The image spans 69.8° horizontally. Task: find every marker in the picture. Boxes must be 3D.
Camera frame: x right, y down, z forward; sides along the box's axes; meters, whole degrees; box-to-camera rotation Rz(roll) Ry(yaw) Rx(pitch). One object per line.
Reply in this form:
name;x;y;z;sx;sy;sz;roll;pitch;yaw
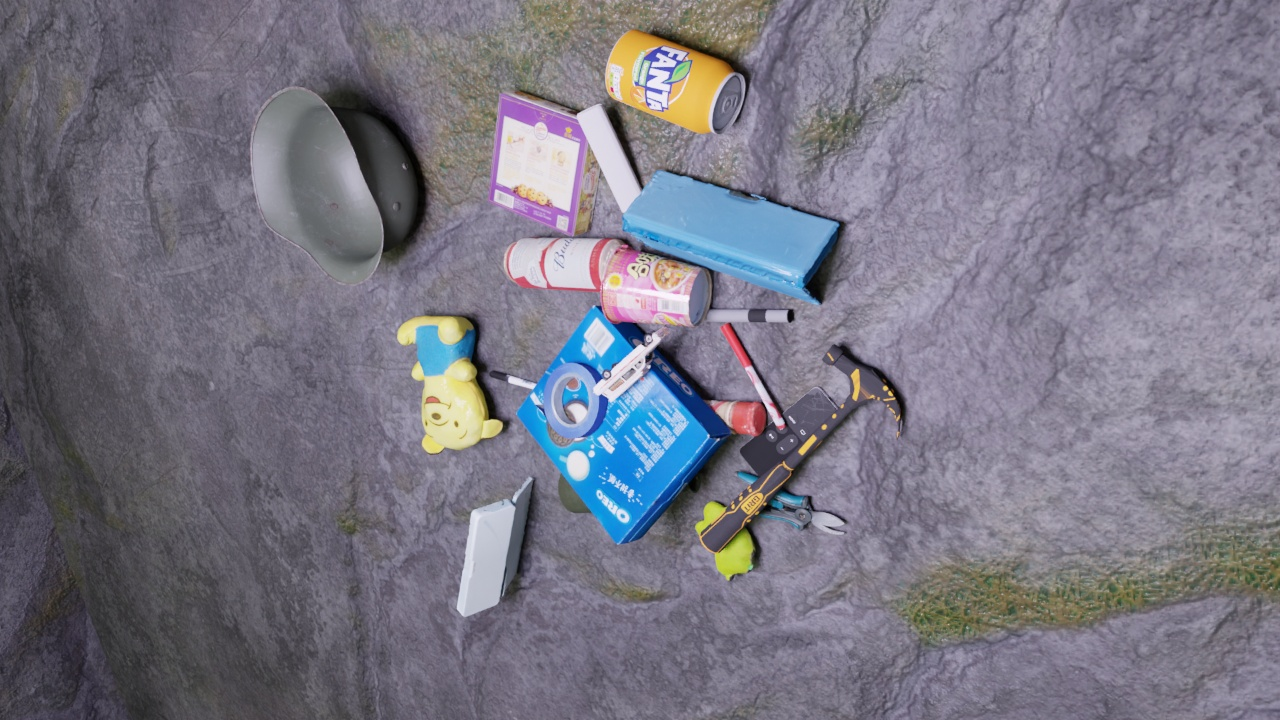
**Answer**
marker;-0.158;0.035;1.313;0.152;0.011;0.011;15;115;29
marker;0.114;-0.053;1.087;0.141;0.016;0.016;2;109;34
marker;0.135;0.019;1.096;0.013;0.012;0.142;-33;84;38

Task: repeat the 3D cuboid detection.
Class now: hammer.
hammer;0.176;0.127;1.082;0.123;0.036;0.321;42;120;6

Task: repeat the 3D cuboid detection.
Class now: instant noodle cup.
instant noodle cup;0.023;-0.083;1.093;0.109;0.097;0.098;12;114;25

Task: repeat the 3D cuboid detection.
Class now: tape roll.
tape roll;-0.082;0.050;1.149;0.091;0.016;0.093;45;114;27

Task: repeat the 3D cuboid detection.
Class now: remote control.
remote control;0.178;0.087;1.102;0.045;0.008;0.147;51;128;8
remote control;-0.034;-0.239;1.091;0.033;0.012;0.131;-21;113;13

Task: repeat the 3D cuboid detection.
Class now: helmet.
helmet;-0.402;-0.242;1.283;0.228;0.153;0.268;-16;93;36

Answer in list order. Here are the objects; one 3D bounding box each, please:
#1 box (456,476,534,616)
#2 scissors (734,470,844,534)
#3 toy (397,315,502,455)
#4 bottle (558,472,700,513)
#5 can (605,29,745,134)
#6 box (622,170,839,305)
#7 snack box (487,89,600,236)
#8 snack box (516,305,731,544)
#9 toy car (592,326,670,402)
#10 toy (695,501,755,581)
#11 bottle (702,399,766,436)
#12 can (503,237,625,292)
box;-0.209;0.279;1.363;0.049;0.136;0.198;28;121;22
scissors;0.174;0.177;1.132;0.153;0.019;0.128;53;132;1
toy;-0.278;0.033;1.350;0.149;0.083;0.214;2;110;42
bottle;-0.014;0.166;1.225;0.207;0.071;0.071;-9;102;37
can;0.036;-0.303;1.004;0.142;0.078;0.079;28;122;23
box;0.102;-0.127;1.042;0.232;0.094;0.102;21;151;25
snack box;-0.120;-0.249;1.158;0.143;0.040;0.148;26;120;24
snack box;-0.029;0.079;1.157;0.239;0.056;0.196;48;115;24
toy car;-0.006;0.006;1.089;0.113;0.039;0.039;-40;88;25
toy;0.112;0.233;1.188;0.093;0.036;0.094;32;117;27
bottle;0.099;0.068;1.128;0.109;0.044;0.044;3;109;35
can;-0.093;-0.123;1.171;0.170;0.067;0.067;6;111;33
